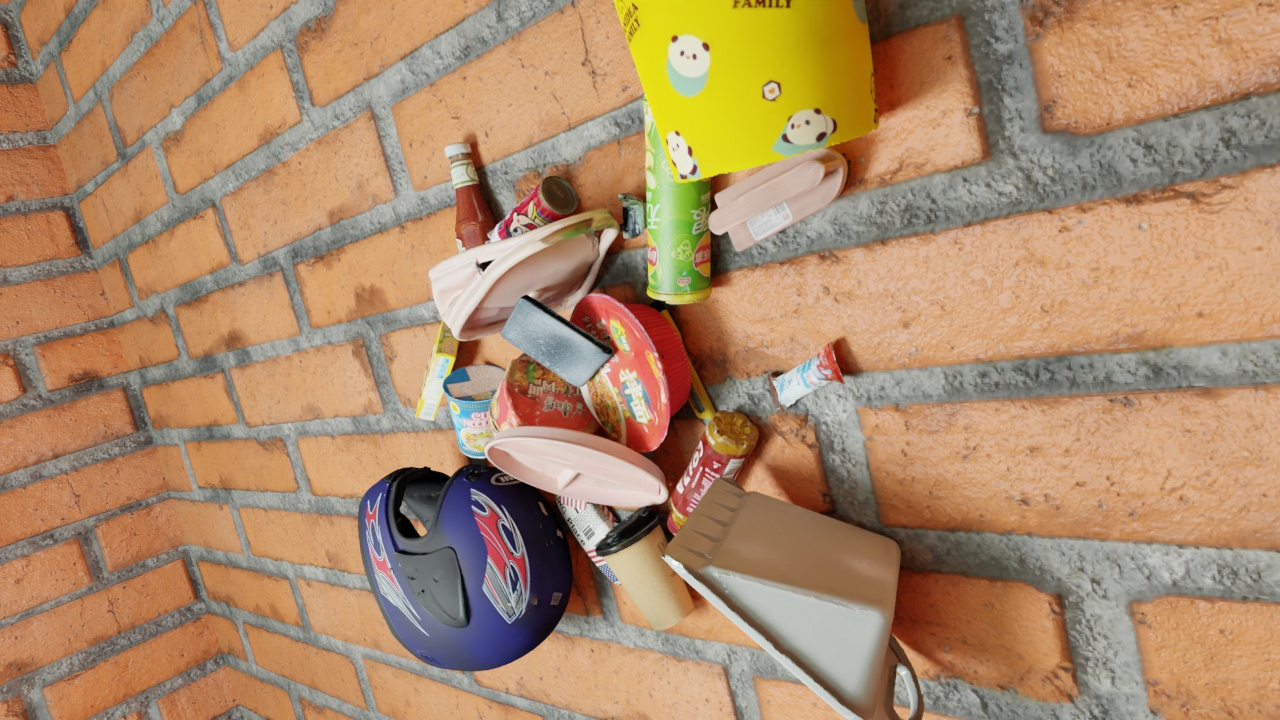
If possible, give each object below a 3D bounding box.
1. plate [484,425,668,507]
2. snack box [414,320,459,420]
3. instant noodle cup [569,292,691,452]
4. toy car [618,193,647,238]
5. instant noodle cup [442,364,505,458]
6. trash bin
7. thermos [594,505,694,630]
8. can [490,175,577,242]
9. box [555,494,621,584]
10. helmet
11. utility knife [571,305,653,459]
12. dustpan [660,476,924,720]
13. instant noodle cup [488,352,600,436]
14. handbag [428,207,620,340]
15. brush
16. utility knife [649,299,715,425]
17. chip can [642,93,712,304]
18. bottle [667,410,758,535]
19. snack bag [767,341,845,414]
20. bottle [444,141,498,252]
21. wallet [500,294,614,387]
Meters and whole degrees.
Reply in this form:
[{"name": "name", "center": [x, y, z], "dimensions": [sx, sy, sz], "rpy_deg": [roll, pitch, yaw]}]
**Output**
[{"name": "plate", "center": [-0.076, 0.130, 1.120], "dimensions": [0.230, 0.229, 0.028], "rpy_deg": [-12, 56, 46]}, {"name": "snack box", "center": [-0.300, 0.013, 1.365], "dimensions": [0.086, 0.033, 0.141], "rpy_deg": [-91, 24, -47]}, {"name": "instant noodle cup", "center": [-0.006, 0.006, 1.065], "dimensions": [0.194, 0.065, 0.194], "rpy_deg": [34, 136, 41]}, {"name": "toy car", "center": [-0.006, -0.160, 1.011], "dimensions": [0.090, 0.034, 0.043], "rpy_deg": [-104, 15, -74]}, {"name": "instant noodle cup", "center": [-0.229, 0.077, 1.316], "dimensions": [0.099, 0.099, 0.110], "rpy_deg": [26, 130, 36]}, {"name": "trash bin", "center": [0.085, -0.299, 0.772], "dimensions": [0.230, 0.228, 0.255], "rpy_deg": [-2, 110, 45]}, {"name": "thermos", "center": [0.008, 0.262, 1.155], "dimensions": [0.093, 0.092, 0.143], "rpy_deg": [-27, 94, 47]}, {"name": "can", "center": [-0.136, -0.175, 1.148], "dimensions": [0.133, 0.053, 0.053], "rpy_deg": [-32, 82, 46]}, {"name": "box", "center": [-0.057, 0.228, 1.240], "dimensions": [0.164, 0.051, 0.068], "rpy_deg": [53, 144, 18]}, {"name": "helmet", "center": [-0.228, 0.264, 1.278], "dimensions": [0.241, 0.247, 0.315], "rpy_deg": [-31, 78, 19]}, {"name": "utility knife", "center": [-0.037, 0.028, 1.158], "dimensions": [0.029, 0.013, 0.218], "rpy_deg": [-29, 87, 48]}, {"name": "dustpan", "center": [0.160, 0.245, 0.894], "dimensions": [0.258, 0.222, 0.143], "rpy_deg": [14, 106, 16]}, {"name": "instant noodle cup", "center": [-0.126, 0.060, 1.179], "dimensions": [0.138, 0.137, 0.109], "rpy_deg": [61, 144, 8]}, {"name": "handbag", "center": [-0.114, -0.114, 1.035], "dimensions": [0.235, 0.192, 0.093], "rpy_deg": [-30, 82, 54]}, {"name": "brush", "center": [0.134, -0.158, 0.876], "dimensions": [0.146, 0.072, 0.063], "rpy_deg": [-22, 88, 45]}, {"name": "utility knife", "center": [0.050, 0.008, 1.062], "dimensions": [0.033, 0.015, 0.171], "rpy_deg": [-33, 81, 49]}, {"name": "chip can", "center": [0.040, -0.174, 0.962], "dimensions": [0.073, 0.072, 0.221], "rpy_deg": [15, 115, 40]}, {"name": "bottle", "center": [0.077, 0.137, 1.054], "dimensions": [0.057, 0.057, 0.175], "rpy_deg": [43, 131, 25]}, {"name": "snack bag", "center": [0.169, 0.019, 0.943], "dimensions": [0.104, 0.026, 0.048], "rpy_deg": [-28, 73, 46]}, {"name": "bottle", "center": [-0.220, -0.187, 1.226], "dimensions": [0.060, 0.059, 0.206], "rpy_deg": [-10, 95, 46]}, {"name": "wallet", "center": [-0.098, -0.022, 1.054], "dimensions": [0.121, 0.019, 0.097], "rpy_deg": [33, 146, -7]}]
